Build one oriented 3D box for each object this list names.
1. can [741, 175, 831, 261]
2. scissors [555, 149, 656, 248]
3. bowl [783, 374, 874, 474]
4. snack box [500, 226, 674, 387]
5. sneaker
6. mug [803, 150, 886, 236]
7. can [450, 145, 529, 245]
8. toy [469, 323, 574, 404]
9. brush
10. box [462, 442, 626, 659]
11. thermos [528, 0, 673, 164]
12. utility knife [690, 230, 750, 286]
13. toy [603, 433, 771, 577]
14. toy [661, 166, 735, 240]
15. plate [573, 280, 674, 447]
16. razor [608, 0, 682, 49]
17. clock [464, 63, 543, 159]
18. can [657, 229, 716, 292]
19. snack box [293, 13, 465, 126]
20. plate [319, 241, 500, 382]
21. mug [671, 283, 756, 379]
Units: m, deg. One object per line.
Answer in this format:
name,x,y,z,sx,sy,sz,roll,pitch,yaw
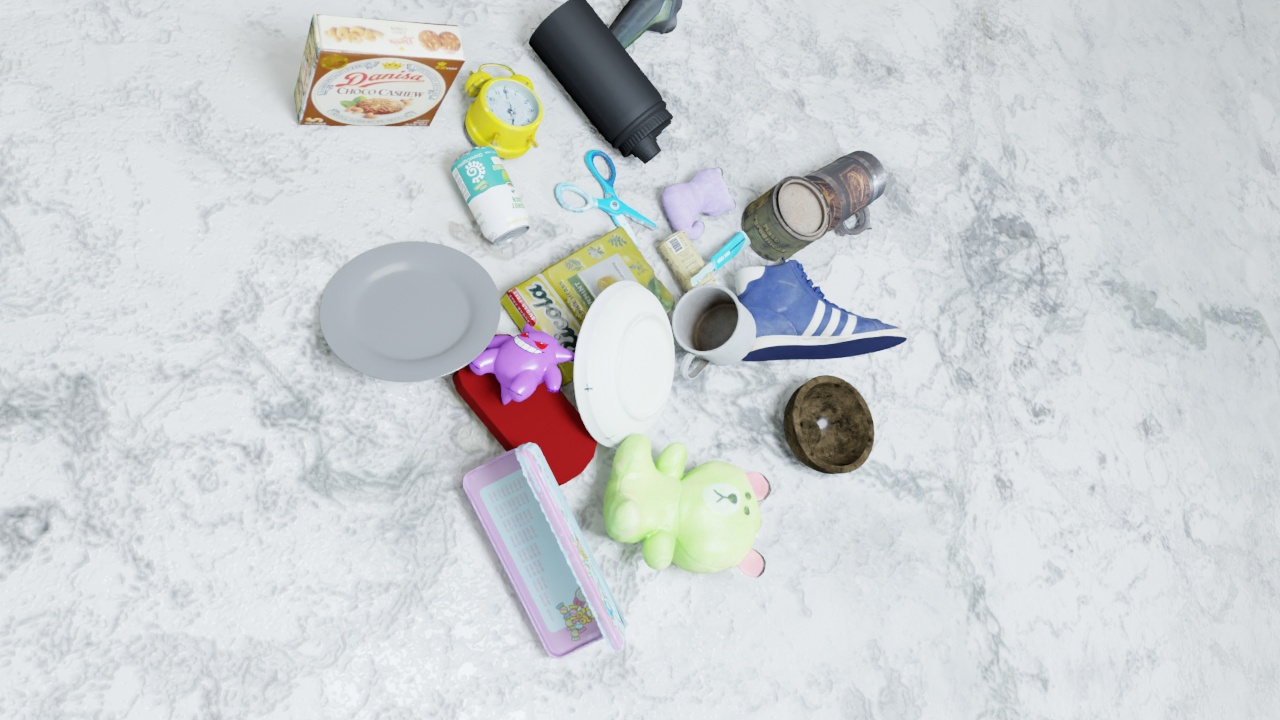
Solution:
can,0.189,-0.182,1.184,0.089,0.075,0.089,8,71,-25
scissors,-0.033,-0.199,1.114,0.140,0.013,0.117,24,65,-16
bowl,0.222,0.083,1.129,0.121,0.056,0.121,8,71,-25
snack box,-0.052,-0.067,1.042,0.180,0.045,0.121,-35,92,-31
sneaker,0.219,-0.069,1.162,0.232,0.092,0.118,-5,74,-20
mug,0.275,-0.215,1.246,0.107,0.080,0.116,-33,119,-32
can,-0.165,-0.182,1.015,0.054,0.055,0.101,-26,87,-31
toy,-0.117,0.003,0.931,0.106,0.056,0.087,32,62,24
brush,-0.124,0.055,0.969,0.082,0.042,0.173,-41,95,-31
box,-0.096,0.191,0.888,0.090,0.091,0.214,-26,91,3
thermos,-0.038,-0.330,1.108,0.085,0.086,0.198,-42,95,-31
utility knife,0.097,-0.121,1.123,0.022,0.015,0.166,59,39,-12
toy,0.046,0.164,0.994,0.196,0.107,0.149,29,47,-26
toy,0.074,-0.196,1.154,0.099,0.037,0.080,-25,96,-26
plate,-0.006,0.006,0.991,0.182,0.034,0.182,-13,105,-57
razor,-0.003,-0.427,1.182,0.151,0.054,0.067,-51,117,-24
clock,-0.158,-0.289,1.052,0.083,0.057,0.118,-4,68,-28
can,0.057,-0.116,1.118,0.038,0.038,0.079,-33,91,-31
snack box,-0.271,-0.292,0.942,0.143,0.147,0.041,-7,78,-29
plate,-0.232,-0.050,0.931,0.178,0.012,0.178,4,55,-5
mug,0.081,-0.026,1.071,0.070,0.084,0.113,30,83,-61
